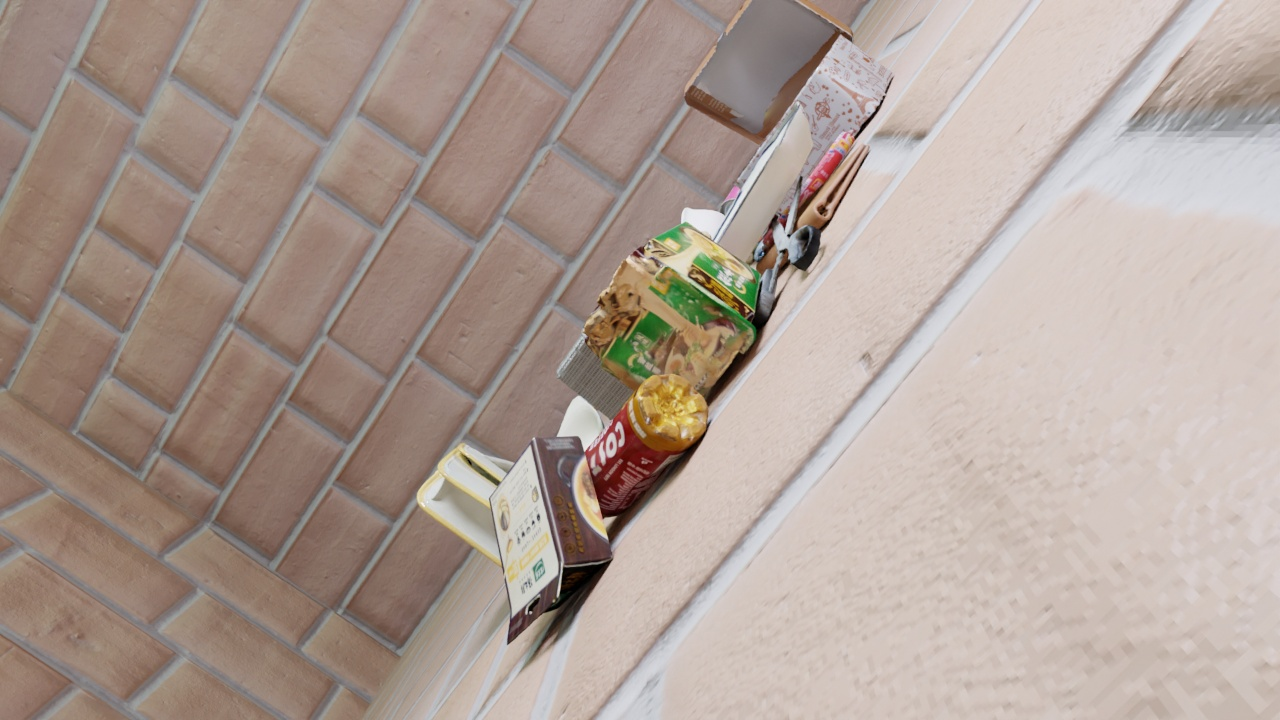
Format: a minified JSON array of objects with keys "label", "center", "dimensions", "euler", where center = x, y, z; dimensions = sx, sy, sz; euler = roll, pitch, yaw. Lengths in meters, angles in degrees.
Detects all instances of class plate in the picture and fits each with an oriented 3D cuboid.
[{"label":"plate","center":[-0.068,0.126,0.916],"dimensions":[0.164,0.034,0.164],"euler":[-66,18,7]},{"label":"plate","center":[0.093,-0.120,0.880],"dimensions":[0.266,0.034,0.162],"euler":[-60,2,12]}]

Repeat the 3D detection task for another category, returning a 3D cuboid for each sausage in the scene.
[{"label":"sausage","center":[0.175,-0.176,0.955],"dimensions":[0.156,0.020,0.020],"euler":[-54,3,10]}]

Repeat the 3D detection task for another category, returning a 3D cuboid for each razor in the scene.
[{"label":"razor","center":[0.132,-0.128,1.062],"dimensions":[0.042,0.022,0.143],"euler":[-53,3,-1]}]

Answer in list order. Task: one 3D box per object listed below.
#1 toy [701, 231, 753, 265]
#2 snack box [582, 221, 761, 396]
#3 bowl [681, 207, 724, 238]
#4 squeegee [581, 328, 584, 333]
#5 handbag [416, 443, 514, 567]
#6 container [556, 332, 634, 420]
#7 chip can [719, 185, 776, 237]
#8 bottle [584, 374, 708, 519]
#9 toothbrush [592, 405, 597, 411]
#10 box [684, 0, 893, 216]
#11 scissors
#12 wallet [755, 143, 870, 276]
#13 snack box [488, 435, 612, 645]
[{"label":"toy","center":[0.092,-0.103,1.047],"dimensions":[0.066,0.105,0.157],"euler":[-11,-11,-13]},{"label":"snack box","center":[0.036,-0.042,0.736],"dimensions":[0.118,0.117,0.105],"euler":[-54,-1,41]},{"label":"bowl","center":[0.102,-0.145,1.167],"dimensions":[0.065,0.118,0.118],"euler":[-13,19,18]},{"label":"squeegee","center":[-0.006,0.006,1.029],"dimensions":[0.247,0.040,0.250],"euler":[-55,32,0]},{"label":"handbag","center":[-0.156,0.155,1.070],"dimensions":[0.063,0.163,0.178],"euler":[-52,3,18]},{"label":"container","center":[-0.002,0.004,0.816],"dimensions":[0.090,0.114,0.090],"euler":[-58,5,-39]},{"label":"chip can","center":[0.181,-0.256,1.228],"dimensions":[0.210,0.071,0.072],"euler":[-56,4,-30]},{"label":"bottle","center":[-0.012,0.077,0.711],"dimensions":[0.175,0.057,0.057],"euler":[-51,5,47]},{"label":"toothbrush","center":[-0.060,0.100,0.986],"dimensions":[0.018,0.016,0.192],"euler":[-91,13,-68]},{"label":"box","center":[0.154,-0.304,1.043],"dimensions":[0.184,0.193,0.156],"euler":[-52,5,40]},{"label":"scissors","center":[0.118,-0.095,0.762],"dimensions":[0.175,0.014,0.159],"euler":[-65,11,-11]},{"label":"wallet","center":[0.156,-0.135,0.828],"dimensions":[0.115,0.020,0.101],"euler":[-54,4,-35]},{"label":"snack box","center":[-0.075,0.139,0.708],"dimensions":[0.114,0.053,0.125],"euler":[-51,49,48]}]
